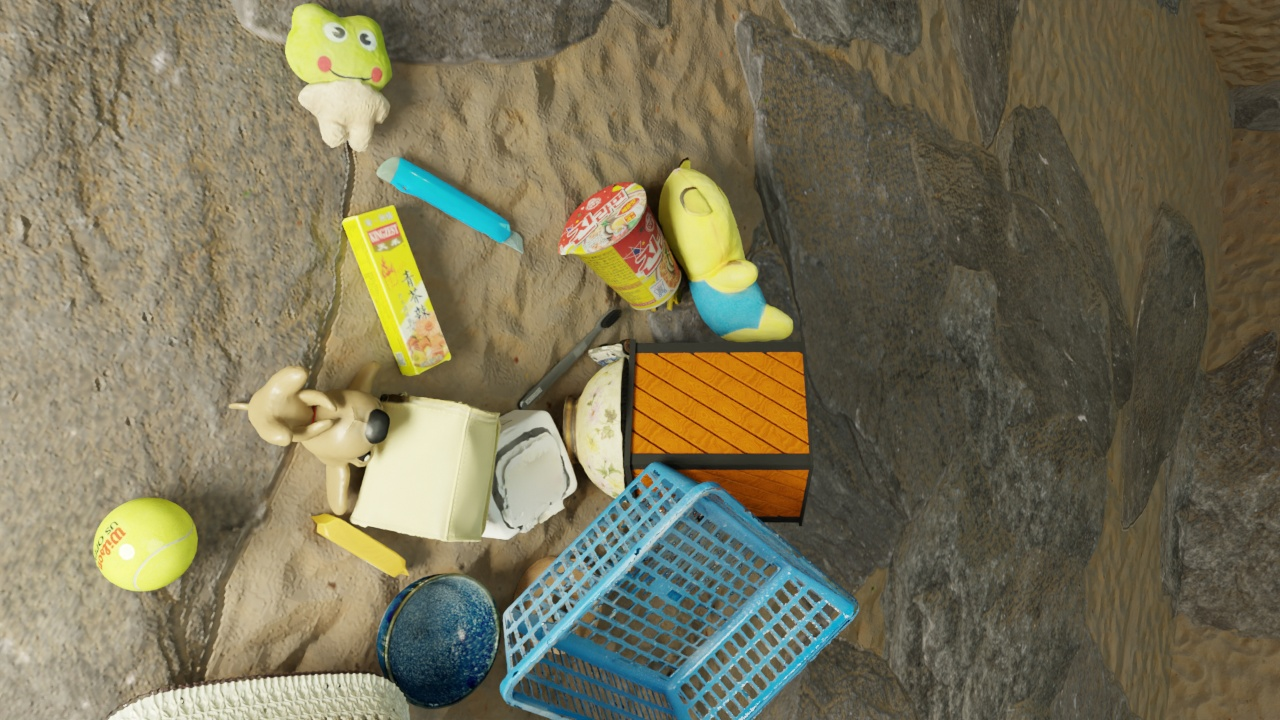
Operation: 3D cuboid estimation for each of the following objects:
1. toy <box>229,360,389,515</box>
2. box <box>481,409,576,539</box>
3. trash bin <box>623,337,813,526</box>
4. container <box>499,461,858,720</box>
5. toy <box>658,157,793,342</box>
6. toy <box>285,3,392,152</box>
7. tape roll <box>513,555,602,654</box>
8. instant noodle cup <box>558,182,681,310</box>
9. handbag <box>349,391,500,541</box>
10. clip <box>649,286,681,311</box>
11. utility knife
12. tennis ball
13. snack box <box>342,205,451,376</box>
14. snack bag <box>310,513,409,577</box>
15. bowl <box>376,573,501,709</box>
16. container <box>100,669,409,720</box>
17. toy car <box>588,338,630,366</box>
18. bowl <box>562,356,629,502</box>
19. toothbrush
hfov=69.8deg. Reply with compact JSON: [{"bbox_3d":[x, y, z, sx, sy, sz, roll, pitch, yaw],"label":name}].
[{"bbox_3d":[-0.255,0.048,0.732,0.108,0.106,0.134,29,64,-50],"label":"toy"},{"bbox_3d":[-0.110,0.109,0.862,0.107,0.095,0.102,-31,108,-38],"label":"box"},{"bbox_3d":[0.078,0.075,0.928,0.140,0.172,0.139,82,9,-57],"label":"trash bin"},{"bbox_3d":[0.041,0.252,0.905,0.257,0.089,0.362,-45,135,2],"label":"container"},{"bbox_3d":[0.081,-0.118,1.032,0.084,0.149,0.214,-29,105,-6],"label":"toy"},{"bbox_3d":[-0.253,-0.238,0.780,0.092,0.043,0.118,-3,92,-44],"label":"toy"},{"bbox_3d":[-0.082,0.245,0.924,0.093,0.027,0.094,3,86,-43],"label":"tape roll"},{"bbox_3d":[-0.010,-0.115,0.973,0.112,0.100,0.100,49,57,-39],"label":"instant noodle cup"},{"bbox_3d":[-0.182,0.089,0.785,0.081,0.111,0.119,27,70,-68],"label":"handbag"},{"bbox_3d":[0.033,-0.079,1.053,0.046,0.048,0.054,10,78,-17],"label":"clip"},{"bbox_3d":[-0.174,-0.145,0.870,0.174,0.015,0.031,29,72,-40],"label":"utility knife"},{"bbox_3d":[-0.351,0.130,0.652,0.065,0.065,0.065,3,85,-43],"label":"tennis ball"},{"bbox_3d":[-0.216,-0.061,0.815,0.040,0.029,0.148,-30,108,-41],"label":"snack box"},{"bbox_3d":[-0.238,0.158,0.785,0.099,0.026,0.020,43,65,-31],"label":"snack bag"},{"bbox_3d":[-0.186,0.241,0.805,0.114,0.061,0.114,3,86,-45],"label":"bowl"},{"bbox_3d":[-0.267,0.330,0.651,0.251,0.143,0.185,8,98,-37],"label":"container"},{"bbox_3d":[-0.006,0.006,0.996,0.112,0.049,0.040,18,69,-40],"label":"toy car"},{"bbox_3d":[-0.042,0.070,0.928,0.145,0.063,0.145,1,88,-84],"label":"bowl"},{"bbox_3d":[-0.072,-0.004,0.960,0.166,0.013,0.013,-47,118,-32],"label":"toothbrush"}]
